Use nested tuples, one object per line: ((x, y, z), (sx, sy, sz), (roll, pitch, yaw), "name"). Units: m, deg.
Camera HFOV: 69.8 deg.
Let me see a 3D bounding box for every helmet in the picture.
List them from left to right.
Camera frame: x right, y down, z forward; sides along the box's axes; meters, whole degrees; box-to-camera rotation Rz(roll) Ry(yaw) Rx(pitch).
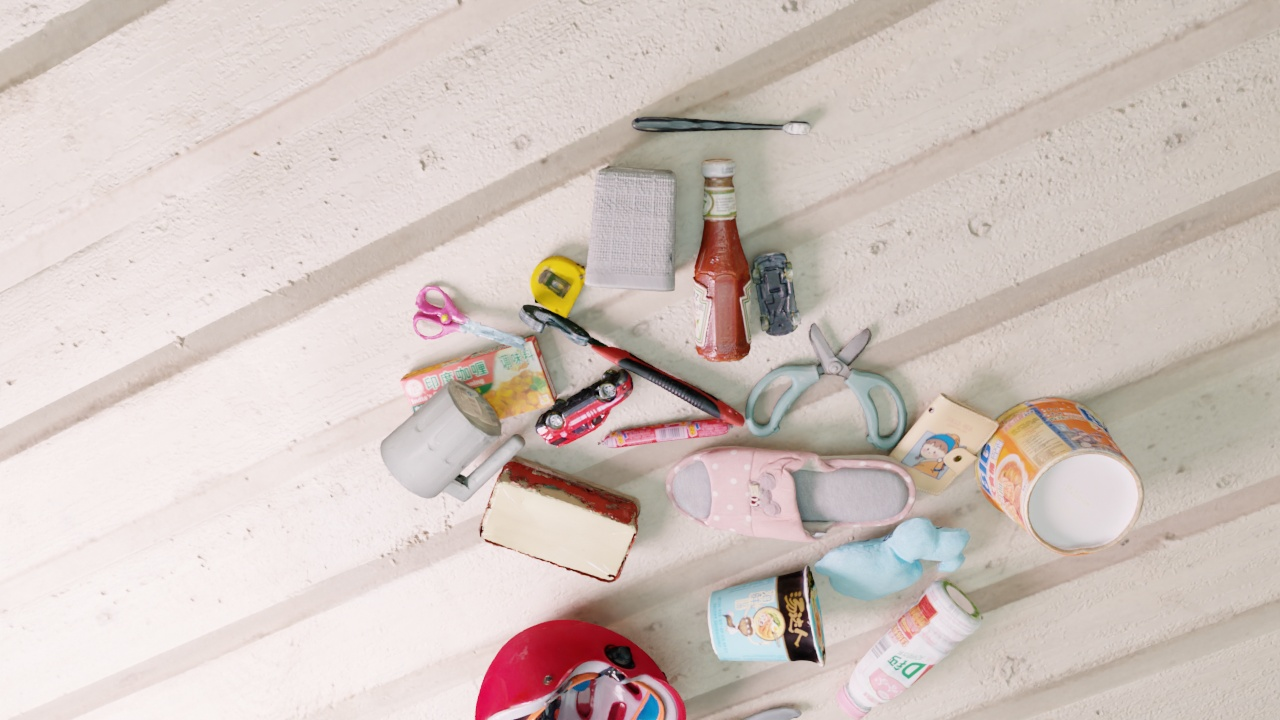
((-0.079, 0.386, 1.066), (0.239, 0.144, 0.207), (7, 120, -26), "helmet")

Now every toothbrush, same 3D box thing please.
((0.081, -0.236, 0.923), (0.181, 0.018, 0.016), (2, 111, 3), "toothbrush")

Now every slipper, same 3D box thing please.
((0.163, 0.149, 1.014), (0.274, 0.054, 0.114), (1, 112, 8), "slipper")

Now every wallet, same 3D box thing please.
((0.330, 0.096, 1.010), (0.087, 0.024, 0.115), (25, 115, -14), "wallet")

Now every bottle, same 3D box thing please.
((0.083, -0.102, 0.944), (0.060, 0.059, 0.206), (-2, 108, 3), "bottle")
((0.308, 0.345, 1.076), (0.068, 0.068, 0.197), (35, 109, -9), "bottle")

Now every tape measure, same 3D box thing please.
((-0.088, -0.081, 0.973), (0.057, 0.028, 0.060), (28, 106, -6), "tape measure")

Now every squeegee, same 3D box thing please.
((0.082, 0.474, 1.118), (0.246, 0.039, 0.247), (-25, 150, -9), "squeegee")

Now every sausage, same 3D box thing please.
((0.028, 0.081, 1.025), (0.156, 0.020, 0.020), (-7, 107, 5), "sausage")

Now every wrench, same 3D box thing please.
((-0.006, 0.006, 0.989), (0.273, 0.056, 0.016), (27, 109, -10), "wrench")

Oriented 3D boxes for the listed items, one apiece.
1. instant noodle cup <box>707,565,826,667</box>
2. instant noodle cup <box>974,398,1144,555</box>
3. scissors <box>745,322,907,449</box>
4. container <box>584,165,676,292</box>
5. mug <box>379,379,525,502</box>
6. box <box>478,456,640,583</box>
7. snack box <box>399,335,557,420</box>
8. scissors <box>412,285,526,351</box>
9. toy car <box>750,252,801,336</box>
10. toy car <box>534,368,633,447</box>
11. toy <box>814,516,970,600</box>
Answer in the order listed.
((0.143, 0.299, 1.050), (0.120, 0.111, 0.111), (-11, 107, 13), "instant noodle cup")
((0.449, 0.128, 0.975), (0.151, 0.111, 0.151), (1, 108, 2), "instant noodle cup")
((0.208, 0.049, 1.009), (0.174, 0.019, 0.170), (-41, 101, 13), "scissors")
((-0.006, -0.134, 0.922), (0.090, 0.090, 0.114), (4, 105, 1), "container")
((-0.198, 0.092, 0.985), (0.103, 0.083, 0.124), (-42, 129, 13), "mug")
((-0.090, 0.181, 1.031), (0.168, 0.079, 0.091), (20, 108, -5), "box")
((-0.178, 0.031, 1.013), (0.156, 0.027, 0.077), (-16, 107, 7), "snack box")
((-0.184, -0.033, 0.987), (0.135, 0.017, 0.063), (22, 101, 7), "scissors")
((0.141, -0.070, 0.964), (0.043, 0.034, 0.090), (-13, 109, 4), "toy car")
((-0.058, 0.052, 1.004), (0.121, 0.052, 0.045), (-32, 105, 14), "toy car")
((0.283, 0.229, 1.041), (0.161, 0.049, 0.157), (14, 126, -14), "toy")
